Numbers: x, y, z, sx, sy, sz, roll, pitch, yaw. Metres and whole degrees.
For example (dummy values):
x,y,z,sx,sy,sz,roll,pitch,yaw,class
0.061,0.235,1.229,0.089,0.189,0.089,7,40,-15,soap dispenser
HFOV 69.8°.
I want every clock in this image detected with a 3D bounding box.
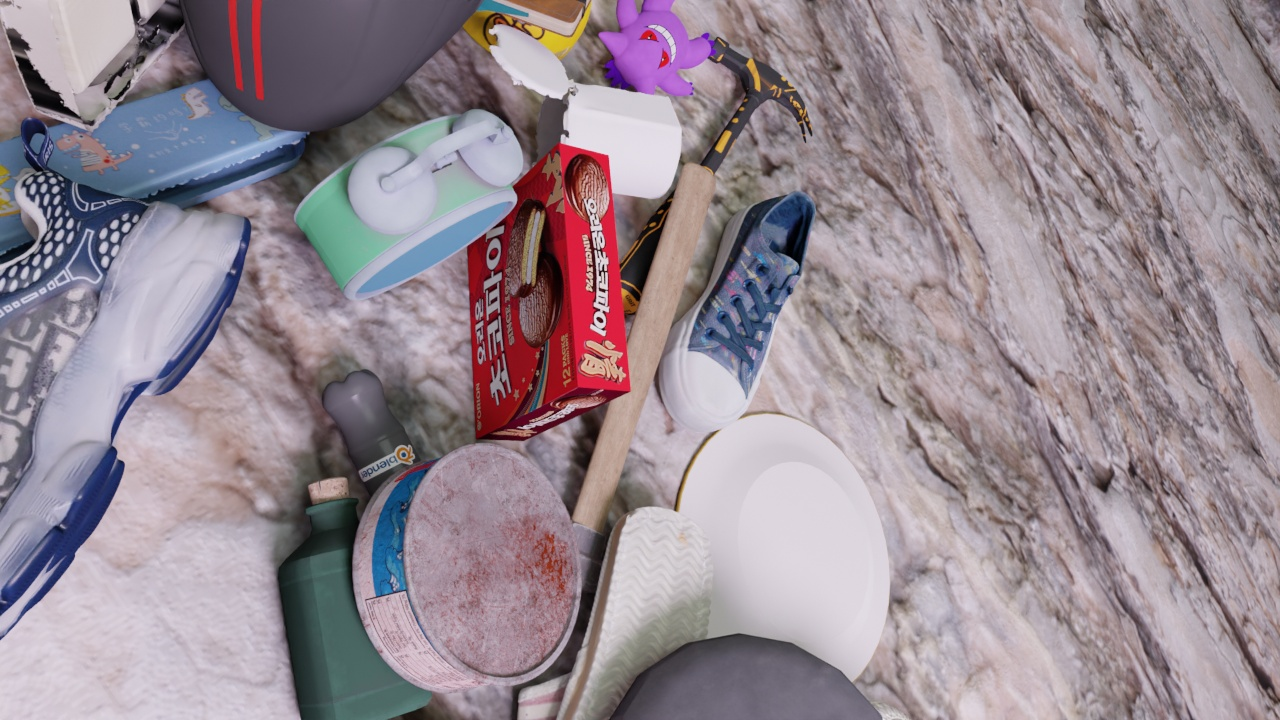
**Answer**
x,y,z,sx,sy,sz,roll,pitch,yaw,class
-0.132,-0.100,0.541,0.121,0.162,0.075,-35,95,-34,clock

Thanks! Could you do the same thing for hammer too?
x,y,z,sx,sy,sz,roll,pitch,yaw,class
-0.004,0.004,0.656,0.119,0.031,0.330,28,68,-28,hammer
0.056,-0.155,0.777,0.123,0.036,0.319,34,56,-6,hammer

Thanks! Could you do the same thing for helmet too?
x,y,z,sx,sy,sz,roll,pitch,yaw,class
-0.168,-0.259,0.525,0.164,0.170,0.265,26,96,0,helmet

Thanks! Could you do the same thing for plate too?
x,y,z,sx,sy,sz,roll,pitch,yaw,class
0.125,0.152,0.729,0.229,0.021,0.229,13,66,-32,plate

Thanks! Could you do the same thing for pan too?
x,y,z,sx,sy,sz,roll,pitch,yaw,class
-0.016,0.252,0.476,0.356,0.041,0.178,-15,49,-21,pan

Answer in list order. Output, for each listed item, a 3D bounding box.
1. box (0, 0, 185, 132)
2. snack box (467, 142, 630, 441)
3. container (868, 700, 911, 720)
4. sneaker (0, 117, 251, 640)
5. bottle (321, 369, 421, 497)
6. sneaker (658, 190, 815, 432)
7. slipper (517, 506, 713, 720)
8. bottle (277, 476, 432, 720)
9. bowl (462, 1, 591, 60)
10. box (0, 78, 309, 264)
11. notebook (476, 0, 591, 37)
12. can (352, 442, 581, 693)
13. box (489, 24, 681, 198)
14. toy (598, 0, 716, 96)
x,y,z,sx,sy,sz,roll,pitch,yaw,class
-0.306,-0.232,0.476,0.095,0.186,0.145,5,50,11,box
-0.064,-0.037,0.589,0.035,0.133,0.152,6,70,-34,snack box
0.149,0.339,0.602,0.246,0.143,0.184,47,40,-13,container
-0.299,0.017,0.418,0.132,0.103,0.268,31,65,-18,sneaker
-0.153,0.059,0.552,0.036,0.036,0.110,-28,91,-39,bottle
0.091,-0.044,0.738,0.087,0.079,0.234,37,56,-19,sneaker
-0.019,0.221,0.580,0.115,0.052,0.262,27,65,-26,slipper
-0.161,0.130,0.505,0.061,0.061,0.131,-5,77,-39,bottle
-0.086,-0.296,0.709,0.117,0.068,0.117,13,67,-32,bowl
-0.286,-0.115,0.513,0.209,0.049,0.066,-36,93,-39,box
-0.126,-0.316,0.653,0.249,0.014,0.178,20,60,0,notebook
-0.092,0.114,0.508,0.130,0.044,0.129,30,50,-44,can
-0.044,-0.179,0.671,0.162,0.112,0.084,1,54,-22,box
0.008,-0.263,0.774,0.106,0.056,0.087,53,55,-21,toy
